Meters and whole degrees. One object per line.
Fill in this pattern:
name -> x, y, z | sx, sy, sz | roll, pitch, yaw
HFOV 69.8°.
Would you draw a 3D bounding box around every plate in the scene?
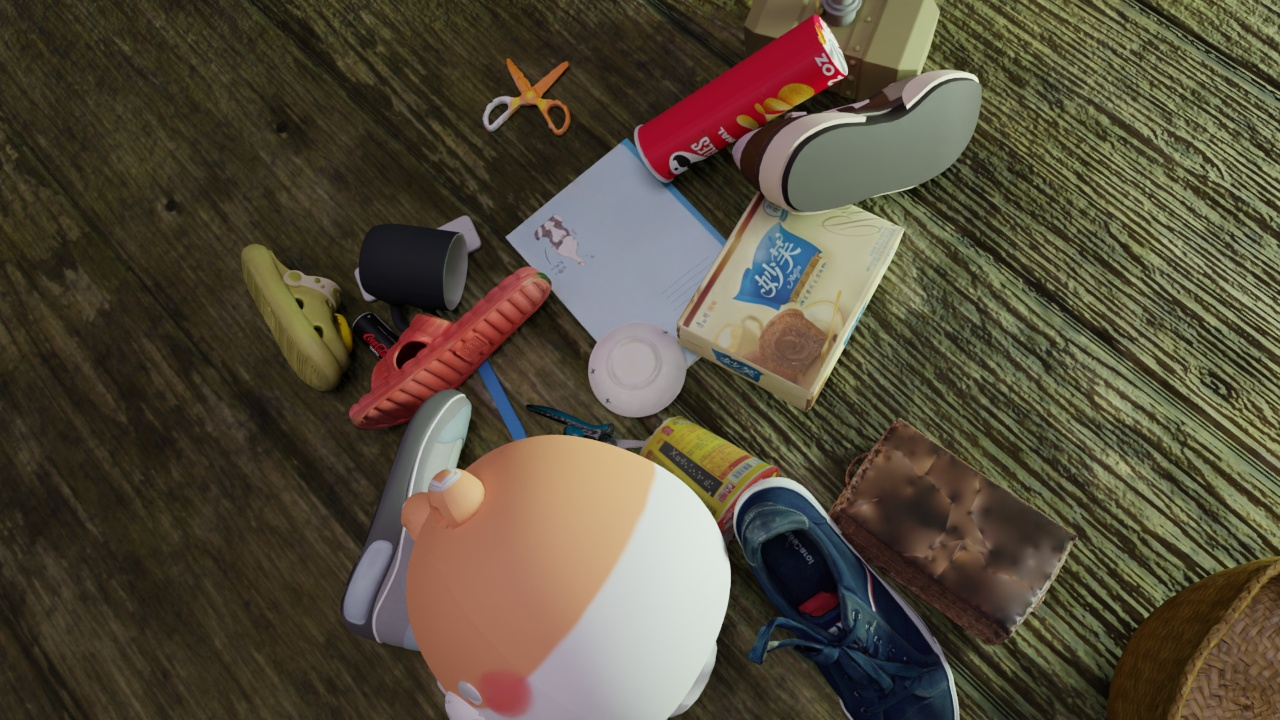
plate -> -0.006, 0.006, 0.949 | 0.104, 0.026, 0.104 | -3, 75, 9

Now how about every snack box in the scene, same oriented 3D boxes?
snack box -> 0.152, -0.075, 0.934 | 0.153, 0.055, 0.207 | 28, 74, 13

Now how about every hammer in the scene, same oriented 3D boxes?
hammer -> 0.200, -0.389, 0.888 | 0.190, 0.325, 0.100 | 20, 77, 13

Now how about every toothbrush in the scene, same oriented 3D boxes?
toothbrush -> -0.138, 0.057, 0.957 | 0.016, 0.014, 0.166 | -35, 63, 6

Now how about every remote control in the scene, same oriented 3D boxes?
remote control -> -0.252, -0.115, 1.039 | 0.146, 0.008, 0.045 | -26, 72, 0

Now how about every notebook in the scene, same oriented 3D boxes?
notebook -> -0.003, -0.106, 1.000 | 0.181, 0.009, 0.253 | -40, 73, -5

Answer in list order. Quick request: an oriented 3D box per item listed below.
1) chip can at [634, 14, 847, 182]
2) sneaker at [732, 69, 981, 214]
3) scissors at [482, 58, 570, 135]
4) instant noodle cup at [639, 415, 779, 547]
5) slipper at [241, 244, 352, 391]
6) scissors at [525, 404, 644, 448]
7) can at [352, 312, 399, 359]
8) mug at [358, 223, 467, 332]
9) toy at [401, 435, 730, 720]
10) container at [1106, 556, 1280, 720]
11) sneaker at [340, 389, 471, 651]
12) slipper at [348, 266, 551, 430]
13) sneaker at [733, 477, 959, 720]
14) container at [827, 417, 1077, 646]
chip can -> 0.101, -0.267, 0.951 | 0.221, 0.069, 0.069 | -26, 69, 30
sneaker -> 0.218, -0.232, 0.941 | 0.293, 0.112, 0.116 | -26, 41, -24
scissors -> -0.132, -0.307, 1.078 | 0.131, 0.011, 0.125 | -31, 73, -2
instant noodle cup -> 0.062, 0.111, 0.888 | 0.112, 0.100, 0.100 | 37, 81, 27
slipper -> -0.368, -0.053, 1.008 | 0.081, 0.092, 0.190 | -28, 73, -33
scissors -> -0.067, 0.085, 0.946 | 0.119, 0.019, 0.151 | -45, 72, -5
can -> -0.277, -0.017, 1.001 | 0.080, 0.031, 0.031 | 41, 83, 17
mug -> -0.246, -0.085, 0.992 | 0.094, 0.085, 0.122 | 9, 112, 5
toy -> -0.071, 0.190, 0.767 | 0.280, 0.263, 0.265 | 38, 62, -9
container -> 0.525, 0.307, 0.703 | 0.307, 0.197, 0.306 | -2, 72, 6
sneaker -> -0.181, 0.165, 0.912 | 0.160, 0.093, 0.256 | 19, 76, 4
slipper -> -0.203, -0.020, 0.953 | 0.248, 0.103, 0.059 | -40, 72, -4
sneaker -> 0.175, 0.242, 0.774 | 0.121, 0.127, 0.294 | -34, 97, 10
container -> 0.273, 0.154, 0.828 | 0.198, 0.113, 0.113 | 34, 81, 17
